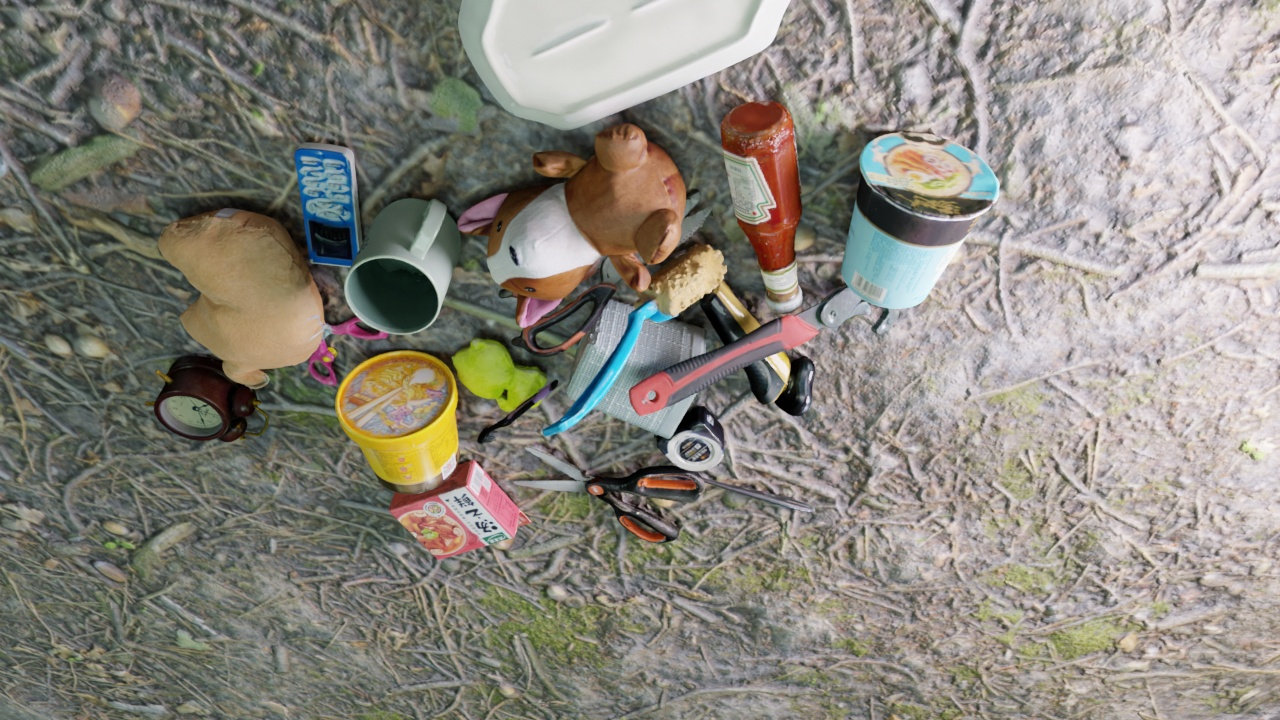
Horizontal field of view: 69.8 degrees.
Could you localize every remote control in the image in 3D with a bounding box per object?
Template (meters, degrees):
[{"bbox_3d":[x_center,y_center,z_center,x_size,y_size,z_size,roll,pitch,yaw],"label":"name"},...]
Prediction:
[{"bbox_3d":[-0.278,-0.137,0.827,0.049,0.024,0.125,7,130,-2],"label":"remote control"}]

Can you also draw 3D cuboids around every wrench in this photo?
[{"bbox_3d":[0.116,-0.013,0.842,0.273,0.016,0.056,-21,110,-10],"label":"wrench"}]

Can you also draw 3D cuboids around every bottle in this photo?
[{"bbox_3d":[0.113,-0.123,0.791,0.060,0.059,0.206,-8,136,11],"label":"bottle"}]

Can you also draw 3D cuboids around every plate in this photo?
[{"bbox_3d":[-0.014,-0.264,0.690,0.266,0.034,0.162,-17,128,18],"label":"plate"}]

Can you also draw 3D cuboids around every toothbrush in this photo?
[{"bbox_3d":[0.119,0.147,1.053,0.181,0.015,0.018,18,121,-10],"label":"toothbrush"},{"bbox_3d":[-0.128,0.057,0.961,0.016,0.014,0.190,17,149,-28],"label":"toothbrush"}]

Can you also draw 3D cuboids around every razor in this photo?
[{"bbox_3d":[0.114,-0.016,0.894,0.067,0.062,0.167,-42,115,-2],"label":"razor"}]

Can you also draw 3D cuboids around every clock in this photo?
[{"bbox_3d":[-0.458,0.046,0.980,0.122,0.055,0.082,25,128,-19],"label":"clock"}]

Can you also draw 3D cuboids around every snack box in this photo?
[{"bbox_3d":[-0.213,0.187,1.092,0.113,0.044,0.127,-20,127,20],"label":"snack box"}]

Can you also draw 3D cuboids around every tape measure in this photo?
[{"bbox_3d":[0.058,0.087,0.994,0.066,0.033,0.066,-25,123,26],"label":"tape measure"}]

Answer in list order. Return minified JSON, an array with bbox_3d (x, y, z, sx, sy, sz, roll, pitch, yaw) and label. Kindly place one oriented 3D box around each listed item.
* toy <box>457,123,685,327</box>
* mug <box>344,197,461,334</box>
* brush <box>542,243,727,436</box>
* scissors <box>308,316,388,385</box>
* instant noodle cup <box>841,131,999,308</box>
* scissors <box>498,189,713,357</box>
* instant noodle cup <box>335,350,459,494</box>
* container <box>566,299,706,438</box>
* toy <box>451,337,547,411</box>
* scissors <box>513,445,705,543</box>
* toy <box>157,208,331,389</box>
[{"bbox_3d":[-0.058,-0.109,0.777,0.200,0.130,0.140,-18,100,31],"label":"toy"},{"bbox_3d":[-0.199,-0.096,0.803,0.082,0.106,0.112,28,128,-18],"label":"mug"},{"bbox_3d":[-0.004,-0.020,0.778,0.083,0.253,0.046,-19,115,47],"label":"brush"},{"bbox_3d":[-0.320,-0.027,0.935,0.134,0.017,0.133,3,128,7],"label":"scissors"},{"bbox_3d":[0.223,-0.111,0.770,0.111,0.111,0.121,6,139,-1],"label":"instant noodle cup"},{"bbox_3d":[-0.038,-0.091,0.838,0.199,0.015,0.205,20,96,19],"label":"scissors"},{"bbox_3d":[-0.242,0.070,0.951,0.118,0.118,0.115,1,138,3],"label":"instant noodle cup"},{"bbox_3d":[-0.005,0.005,0.892,0.111,0.090,0.090,19,130,-9],"label":"container"},{"bbox_3d":[-0.147,0.017,0.949,0.100,0.031,0.097,12,133,-7],"label":"toy"},{"bbox_3d":[-0.030,0.156,1.060,0.221,0.021,0.228,-12,133,23],"label":"scissors"},{"bbox_3d":[-0.372,-0.042,0.883,0.143,0.082,0.226,12,131,6],"label":"toy"}]
